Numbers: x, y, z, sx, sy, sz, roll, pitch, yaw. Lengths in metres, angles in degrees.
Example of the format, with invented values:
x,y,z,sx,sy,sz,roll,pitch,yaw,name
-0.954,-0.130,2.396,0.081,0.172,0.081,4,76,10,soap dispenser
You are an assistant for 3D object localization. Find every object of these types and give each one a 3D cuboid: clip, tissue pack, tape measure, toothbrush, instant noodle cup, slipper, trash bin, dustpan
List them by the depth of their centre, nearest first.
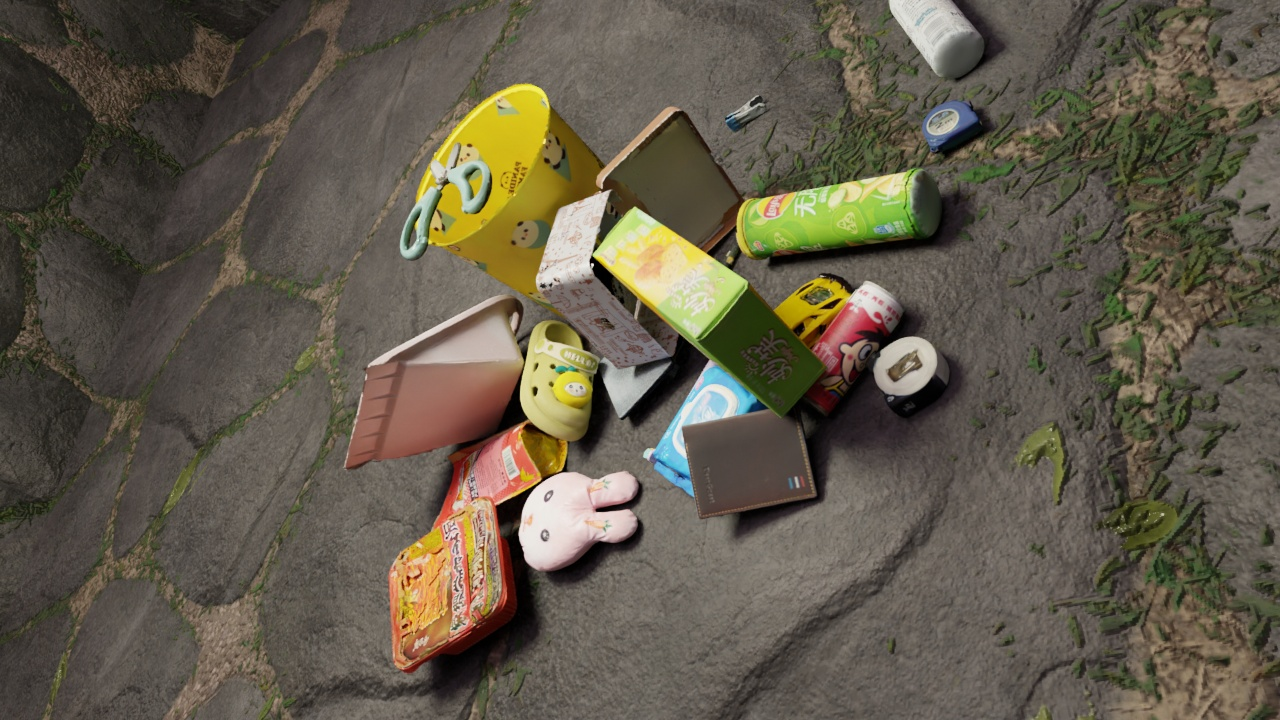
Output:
x,y,z,sx,sy,sz,roll,pitch,yaw,name
0.255,0.011,0.866,0.066,0.033,0.065,-38,45,19,tape measure
0.082,0.069,0.976,0.095,0.052,0.157,31,87,49,tissue pack
0.330,-0.249,0.976,0.058,0.025,0.054,-29,45,22,tape measure
0.061,0.035,1.046,0.021,0.029,0.189,32,85,9,toothbrush
0.075,-0.059,1.100,0.012,0.017,0.185,17,74,50,toothbrush
-0.220,0.275,1.105,0.189,0.079,0.164,-35,44,20,instant noodle cup
-0.097,0.010,1.149,0.082,0.091,0.190,-52,30,38,slipper
-0.117,-0.181,1.177,0.230,0.255,0.229,-24,49,31,trash bin
-0.265,0.014,1.205,0.223,0.272,0.138,-58,47,42,dustpan
0.139,-0.326,1.210,0.057,0.024,0.029,-31,50,20,clip

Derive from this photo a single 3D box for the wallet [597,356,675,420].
x,y,z,sx,sy,sz,roll,pitch,yaw,name
-0.007,0.007,1.116,0.097,0.019,0.120,-48,33,16,wallet

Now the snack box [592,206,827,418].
x,y,z,sx,sy,sz,roll,pitch,yaw,name
0.064,-0.050,0.899,0.070,0.157,0.210,-49,41,2,snack box

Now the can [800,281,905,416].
x,y,z,sx,sy,sz,roll,pitch,yaw,name
0.204,-0.012,0.914,0.133,0.053,0.053,-53,41,2,can

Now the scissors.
x,y,z,sx,sy,sz,roll,pitch,yaw,name
-0.220,-0.198,1.077,0.180,0.019,0.172,-9,57,41,scissors

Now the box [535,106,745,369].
x,y,z,sx,sy,sz,roll,pitch,yaw,name
0.003,-0.139,1.068,0.124,0.179,0.273,11,63,45,box

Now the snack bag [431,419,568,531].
x,y,z,sx,sy,sz,roll,pitch,yaw,name
-0.190,0.144,1.182,0.208,0.073,0.128,-30,41,33,snack bag

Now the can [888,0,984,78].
x,y,z,sx,sy,sz,roll,pitch,yaw,name
0.332,-0.381,1.037,0.058,0.058,0.146,-34,45,22,can

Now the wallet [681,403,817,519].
x,y,z,sx,sy,sz,roll,pitch,yaw,name
0.107,0.100,0.912,0.122,0.020,0.096,-13,75,15,wallet

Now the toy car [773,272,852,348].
x,y,z,sx,sy,sz,roll,pitch,yaw,name
0.157,-0.032,0.960,0.155,0.041,0.071,-37,40,-8,toy car

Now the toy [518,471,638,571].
x,y,z,sx,sy,sz,roll,pitch,yaw,name
-0.074,0.178,1.055,0.160,0.054,0.121,-20,48,24,toy

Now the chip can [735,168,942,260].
x,y,z,sx,sy,sz,roll,pitch,yaw,name
0.211,-0.155,0.990,0.222,0.072,0.072,-3,62,42,chip can
